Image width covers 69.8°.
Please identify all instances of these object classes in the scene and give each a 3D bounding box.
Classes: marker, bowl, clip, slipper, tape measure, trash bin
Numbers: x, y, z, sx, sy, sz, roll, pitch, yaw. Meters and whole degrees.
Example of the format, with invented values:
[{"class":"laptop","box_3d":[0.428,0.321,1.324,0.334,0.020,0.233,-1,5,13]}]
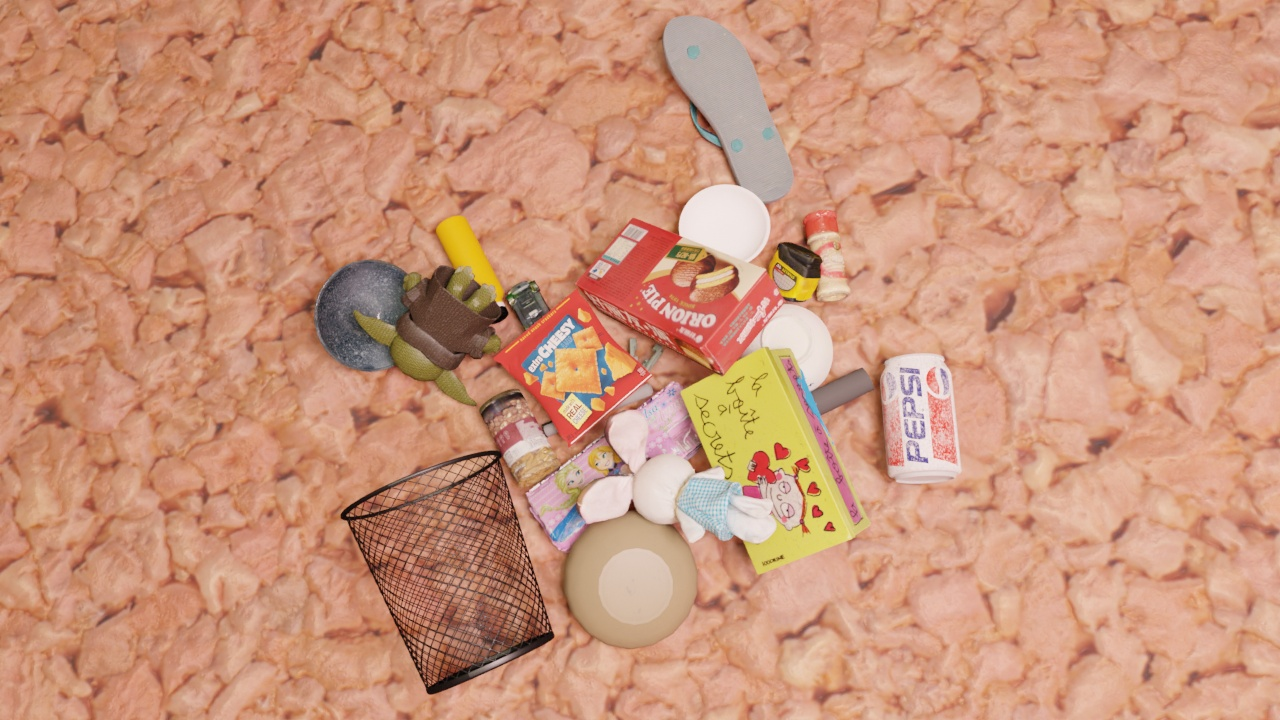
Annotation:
[{"class":"marker","box_3d":[-0.051,0.059,1.090,0.141,0.016,0.016,-23,73,11]},{"class":"bowl","box_3d":[0.104,-0.158,1.132,0.110,0.040,0.109,-2,75,6]},{"class":"bowl","box_3d":[0.170,-0.016,1.076,0.113,0.063,0.113,-1,74,5]},{"class":"clip","box_3d":[-0.002,0.012,1.109,0.059,0.023,0.076,15,75,11]},{"class":"bowl","box_3d":[-0.341,-0.057,1.136,0.136,0.057,0.137,-5,100,-32]},{"class":"slipper","box_3d":[0.117,-0.322,1.178,0.098,0.055,0.268,-28,85,-5]},{"class":"bowl","box_3d":[-0.008,0.244,1.009,0.152,0.050,0.152,0,87,-7]},{"class":"tape measure","box_3d":[0.186,-0.104,1.099,0.065,0.037,0.064,37,123,47]},{"class":"trash bin","box_3d":[-0.199,0.231,0.996,0.184,0.184,0.210,-24,79,-1]}]

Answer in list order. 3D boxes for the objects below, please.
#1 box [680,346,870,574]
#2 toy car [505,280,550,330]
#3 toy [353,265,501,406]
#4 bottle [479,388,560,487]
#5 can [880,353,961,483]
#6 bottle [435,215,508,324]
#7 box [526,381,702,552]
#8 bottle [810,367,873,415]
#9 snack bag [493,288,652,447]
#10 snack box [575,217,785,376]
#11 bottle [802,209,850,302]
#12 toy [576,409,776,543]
[{"class":"box","box_3d":[0.146,0.105,1.004,0.125,0.080,0.221,-27,81,30]},{"class":"toy car","box_3d":[-0.130,-0.057,1.133,0.042,0.036,0.091,-31,75,-2]},{"class":"toy","box_3d":[-0.237,-0.042,1.099,0.179,0.078,0.153,39,110,-10]},{"class":"bottle","box_3d":[-0.143,0.092,1.084,0.056,0.056,0.105,-30,74,-3]},{"class":"can","box_3d":[0.313,0.066,1.030,0.078,0.078,0.136,-2,75,5]},{"class":"bottle","box_3d":[-0.209,-0.112,1.153,0.043,0.043,0.143,-28,74,-2]},{"class":"box","box_3d":[-0.024,0.122,1.065,0.230,0.053,0.084,-37,75,-4]},{"class":"bottle","box_3d":[0.214,0.046,1.071,0.113,0.030,0.030,-26,74,-1]},{"class":"snack bag","box_3d":[-0.080,0.008,1.089,0.130,0.039,0.144,-40,76,-4]},{"class":"snack box","box_3d":[0.040,-0.078,1.050,0.113,0.060,0.236,-50,44,-10]},{"class":"bottle","box_3d":[0.225,-0.126,1.110,0.044,0.044,0.109,-8,76,4]},{"class":"toy","box_3d":[0.051,0.140,0.987,0.205,0.105,0.131,15,82,21]}]
